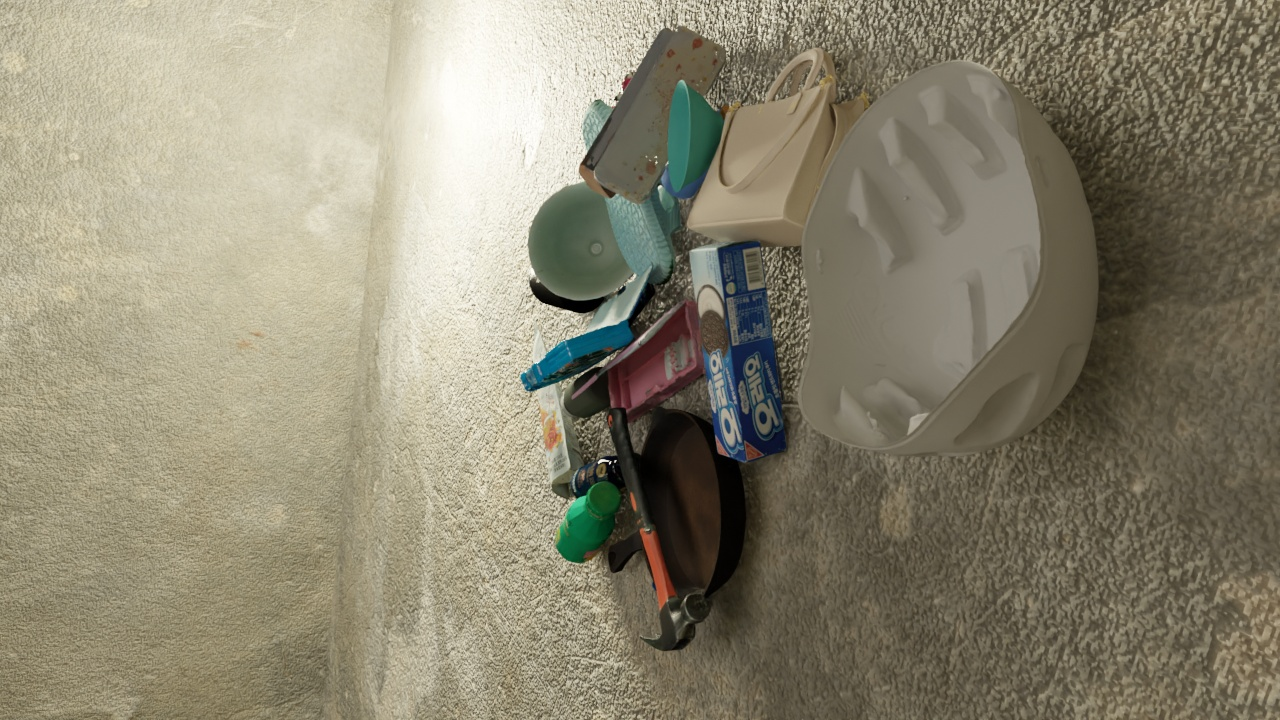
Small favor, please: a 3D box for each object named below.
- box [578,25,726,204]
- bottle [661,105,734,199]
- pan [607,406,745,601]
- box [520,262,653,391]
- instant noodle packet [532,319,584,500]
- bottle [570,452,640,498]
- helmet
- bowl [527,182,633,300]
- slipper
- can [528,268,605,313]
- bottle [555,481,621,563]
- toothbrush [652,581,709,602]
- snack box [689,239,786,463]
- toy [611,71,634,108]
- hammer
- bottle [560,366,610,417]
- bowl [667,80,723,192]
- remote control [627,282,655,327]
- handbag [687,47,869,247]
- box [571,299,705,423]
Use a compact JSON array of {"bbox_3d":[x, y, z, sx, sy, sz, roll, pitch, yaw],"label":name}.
[{"bbox_3d":[0.011,-0.299,1.134,0.216,0.095,0.108,-60,8,-3],"label":"box"},{"bbox_3d":[0.074,-0.252,1.098,0.131,0.048,0.048,-51,45,48],"label":"bottle"},{"bbox_3d":[0.036,0.200,1.127,0.357,0.043,0.248,129,137,-55],"label":"pan"},{"bbox_3d":[-0.063,-0.026,1.235,0.063,0.174,0.244,49,158,-5],"label":"box"},{"bbox_3d":[-0.141,0.079,1.447,0.147,0.057,0.268,96,159,-56],"label":"instant noodle packet"},{"bbox_3d":[-0.044,0.161,1.270,0.161,0.056,0.056,-30,61,57],"label":"bottle"},{"bbox_3d":[0.214,-0.071,0.670,0.225,0.183,0.282,-25,72,53],"label":"helmet"},{"bbox_3d":[-0.068,-0.162,1.303,0.068,0.174,0.174,37,-130,-75],"label":"bowl"},{"bbox_3d":[-0.005,-0.226,1.222,0.116,0.069,0.276,-45,63,57],"label":"slipper"},{"bbox_3d":[-0.114,-0.119,1.404,0.146,0.080,0.080,20,104,61],"label":"can"},{"bbox_3d":[-0.069,0.220,1.255,0.210,0.068,0.068,117,146,-60],"label":"bottle"},{"bbox_3d":[0.046,0.285,1.131,0.021,0.016,0.132,-56,22,-17],"label":"toothbrush"},{"bbox_3d":[0.102,-0.011,0.957,0.059,0.059,0.226,9,111,62],"label":"snack box"},{"bbox_3d":[-0.023,-0.352,1.292,0.050,0.065,0.103,42,127,16],"label":"toy"},{"bbox_3d":[0.005,0.189,1.106,0.133,0.033,0.332,114,149,-44],"label":"hammer"},{"bbox_3d":[-0.076,0.050,1.338,0.109,0.060,0.060,-33,59,57],"label":"bottle"},{"bbox_3d":[0.065,-0.249,1.027,0.121,0.046,0.121,179,91,-81],"label":"bowl"},{"bbox_3d":[-0.018,-0.066,1.284,0.141,0.021,0.045,-52,41,41],"label":"remote control"},{"bbox_3d":[0.145,-0.220,0.930,0.195,0.101,0.198,10,85,62],"label":"handbag"},{"bbox_3d":[-0.010,0.004,1.178,0.233,0.098,0.099,-36,57,56],"label":"box"}]
